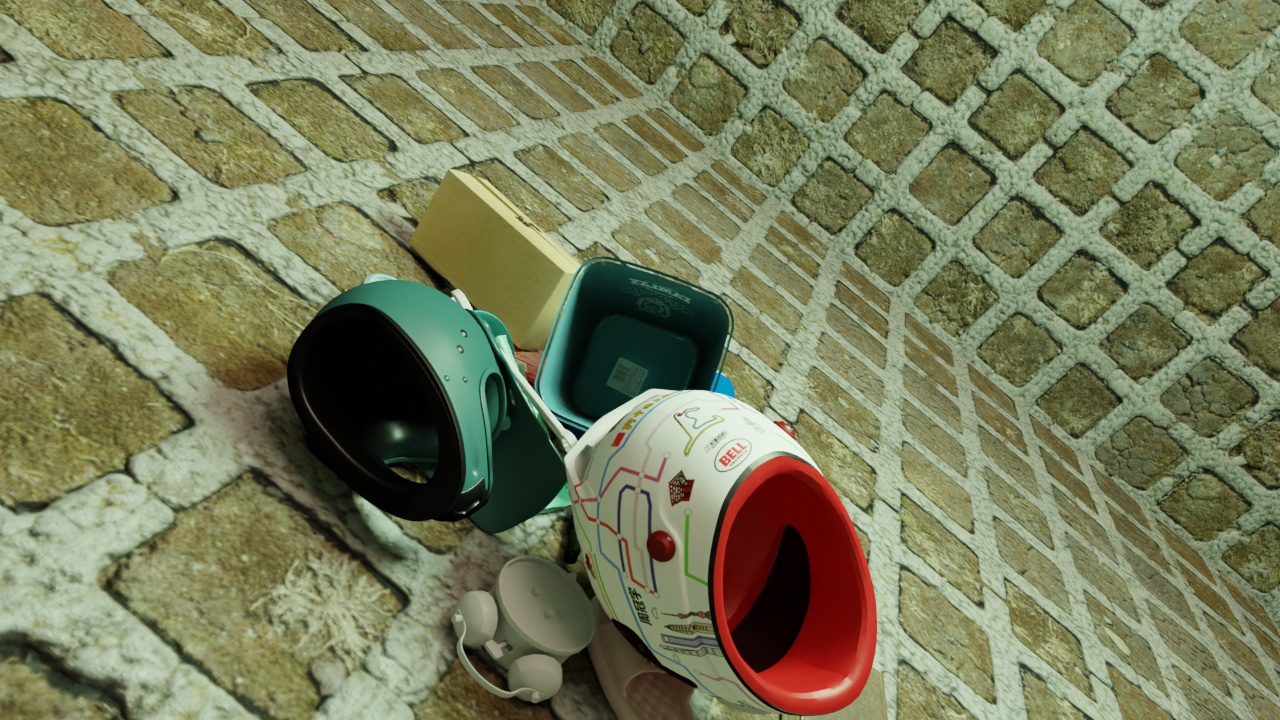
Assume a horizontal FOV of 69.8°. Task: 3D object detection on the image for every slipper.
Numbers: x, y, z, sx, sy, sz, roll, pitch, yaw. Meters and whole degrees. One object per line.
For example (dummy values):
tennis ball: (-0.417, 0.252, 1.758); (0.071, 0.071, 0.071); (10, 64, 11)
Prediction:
slipper: (0.015, 0.317, 0.890); (0.106, 0.056, 0.221); (19, 32, -41)

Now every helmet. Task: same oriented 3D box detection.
helmet: (0.064, 0.176, 0.871); (0.230, 0.236, 0.314); (-38, 111, -30)
helmet: (-0.203, 0.048, 0.899); (0.274, 0.177, 0.200); (53, 13, 8)

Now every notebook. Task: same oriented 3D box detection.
notebook: (0.246, 0.417, 1.064); (0.190, 0.035, 0.215); (36, 25, -8)

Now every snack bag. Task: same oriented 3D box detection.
snack bag: (-0.159, 0.009, 1.184); (0.116, 0.036, 0.077); (26, 27, -26)

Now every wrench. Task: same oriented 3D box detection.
wrench: (-0.135, 0.010, 0.961); (0.009, 0.047, 0.273); (-29, 53, -19)

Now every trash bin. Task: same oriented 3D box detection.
trash bin: (-0.007, 0.007, 1.133); (0.196, 0.199, 0.219); (20, -7, 2)

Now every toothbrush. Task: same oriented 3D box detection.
toothbrush: (-0.113, 0.045, 1.226); (0.016, 0.011, 0.186); (18, 30, -39)

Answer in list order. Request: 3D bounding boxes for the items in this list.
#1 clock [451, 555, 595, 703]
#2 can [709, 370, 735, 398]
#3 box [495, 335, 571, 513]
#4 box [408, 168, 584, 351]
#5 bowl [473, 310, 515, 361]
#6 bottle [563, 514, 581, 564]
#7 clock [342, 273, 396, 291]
clock: (-0.105, 0.244, 0.838); (0.120, 0.061, 0.158); (43, 24, 7)
can: (0.106, 0.080, 1.381); (0.079, 0.079, 0.145); (32, 26, -16)
box: (-0.122, 0.072, 1.031); (0.078, 0.113, 0.187); (-11, 65, -34)
box: (-0.187, -0.135, 1.238); (0.249, 0.128, 0.091); (42, 23, 25)
bowl: (-0.208, 0.001, 1.089); (0.046, 0.121, 0.121); (3, 0, 38)
bottle: (-0.065, 0.185, 1.027); (0.033, 0.033, 0.122); (36, 26, -7)
clock: (-0.291, -0.050, 1.085); (0.124, 0.052, 0.088); (40, 24, -7)
